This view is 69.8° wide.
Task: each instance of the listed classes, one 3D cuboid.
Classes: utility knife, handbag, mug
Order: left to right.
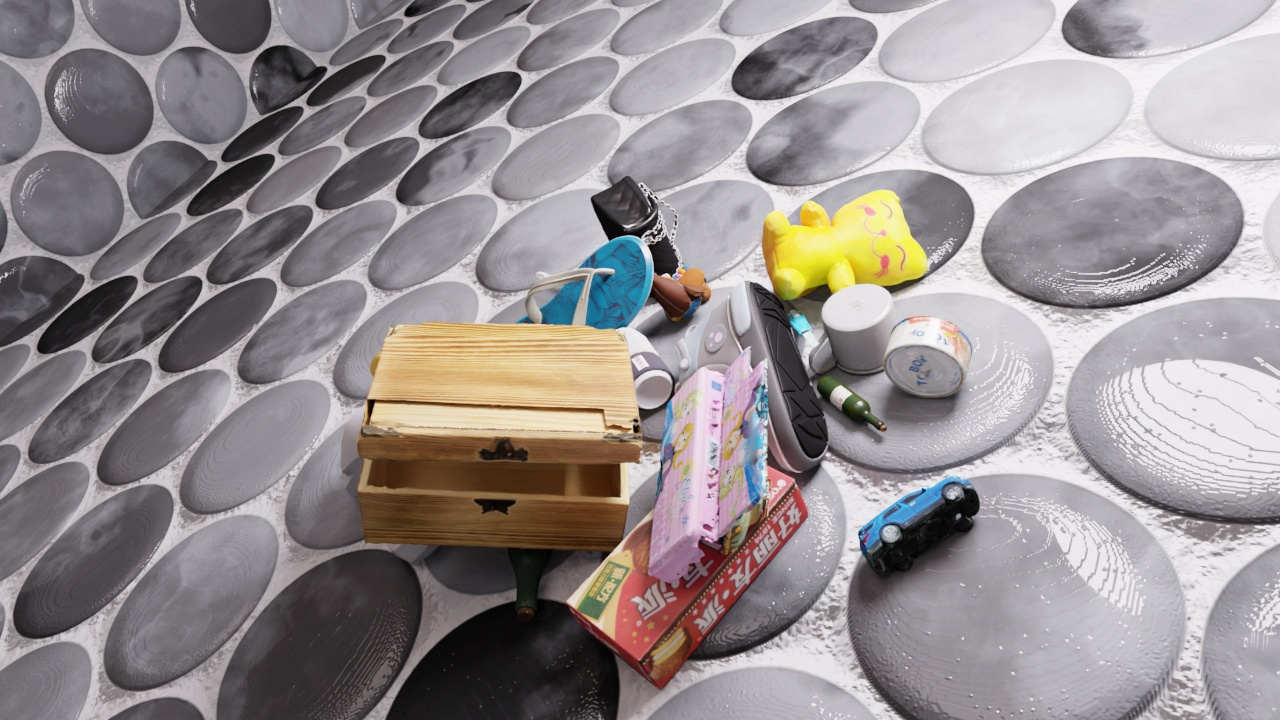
[{"bbox_3d":[0.018,-0.176,1.292,0.114,0.154,0.125,-29,43,-5],"label":"handbag"},{"bbox_3d":[0.188,-0.037,1.076,0.022,0.015,0.168,-18,13,7],"label":"utility knife"},{"bbox_3d":[0.240,-0.030,1.047,0.113,0.070,0.084,-25,38,2],"label":"mug"}]

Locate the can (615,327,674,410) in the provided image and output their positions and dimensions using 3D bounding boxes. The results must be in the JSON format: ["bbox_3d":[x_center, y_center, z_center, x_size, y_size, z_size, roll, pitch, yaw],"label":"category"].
[{"bbox_3d":[-0.007,0.007,1.165,0.064,0.064,0.127,-31,38,-3],"label":"can"}]

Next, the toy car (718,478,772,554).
[{"bbox_3d":[0.100,0.132,0.872,0.047,0.047,0.111,5,43,6],"label":"toy car"}]

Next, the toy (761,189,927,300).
[{"bbox_3d":[0.243,-0.129,1.123,0.193,0.088,0.134,-15,69,-10],"label":"toy"}]

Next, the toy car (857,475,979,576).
[{"bbox_3d":[0.255,0.149,0.847,0.120,0.056,0.043,-32,37,-1],"label":"toy car"}]

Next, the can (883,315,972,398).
[{"bbox_3d":[0.301,-0.003,0.964,0.086,0.086,0.043,2,47,33],"label":"can"}]

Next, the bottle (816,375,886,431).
[{"bbox_3d":[0.231,0.049,0.998,0.025,0.025,0.106,-35,38,-8],"label":"bottle"}]

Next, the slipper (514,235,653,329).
[{"bbox_3d":[-0.103,-0.057,1.230,0.296,0.060,0.118,-33,75,24],"label":"slipper"}]

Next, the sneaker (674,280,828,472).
[{"bbox_3d":[0.112,0.039,1.051,0.161,0.093,0.256,-35,45,30],"label":"sneaker"}]

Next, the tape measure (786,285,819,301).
[{"bbox_3d":[0.204,-0.108,1.189,0.068,0.030,0.059,-37,38,-14],"label":"tape measure"}]

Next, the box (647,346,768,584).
[{"bbox_3d":[0.068,0.084,0.886,0.160,0.035,0.229,-50,20,38],"label":"box"}]

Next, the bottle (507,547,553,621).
[{"bbox_3d":[-0.122,0.209,1.018,0.055,0.055,0.173,-18,40,14],"label":"bottle"}]

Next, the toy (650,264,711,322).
[{"bbox_3d":[0.047,-0.107,1.235,0.071,0.103,0.090,-48,3,42],"label":"toy"}]

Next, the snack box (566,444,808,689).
[{"bbox_3d":[0.050,0.197,0.917,0.236,0.060,0.113,-45,42,-19],"label":"snack box"}]

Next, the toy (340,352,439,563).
[{"bbox_3d":[-0.304,0.128,1.169,0.247,0.140,0.267,-21,60,38],"label":"toy"}]

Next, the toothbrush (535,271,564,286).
[{"bbox_3d":[-0.087,-0.110,1.378,0.026,0.027,0.223,-3,16,-43],"label":"toothbrush"}]

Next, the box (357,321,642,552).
[{"bbox_3d":[-0.149,0.061,1.010,0.279,0.176,0.246,2,42,-5],"label":"box"}]
